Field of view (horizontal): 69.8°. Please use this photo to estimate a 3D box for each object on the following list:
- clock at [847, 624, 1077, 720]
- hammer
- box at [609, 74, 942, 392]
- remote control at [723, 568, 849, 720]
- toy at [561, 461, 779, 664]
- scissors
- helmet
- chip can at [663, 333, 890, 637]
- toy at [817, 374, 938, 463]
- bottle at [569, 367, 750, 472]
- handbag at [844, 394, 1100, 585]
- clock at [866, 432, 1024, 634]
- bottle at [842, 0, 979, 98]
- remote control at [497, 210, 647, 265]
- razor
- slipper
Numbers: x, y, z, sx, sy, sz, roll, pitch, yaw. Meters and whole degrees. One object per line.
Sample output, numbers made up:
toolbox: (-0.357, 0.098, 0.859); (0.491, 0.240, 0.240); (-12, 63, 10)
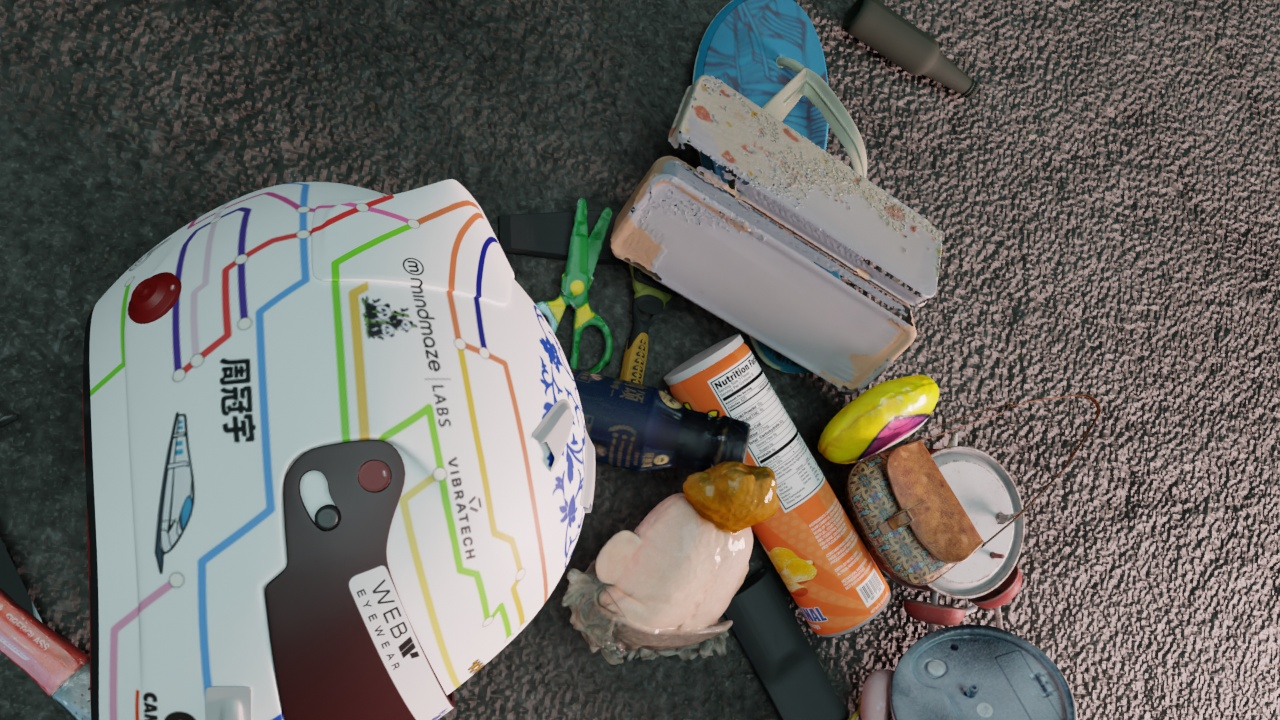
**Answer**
clock: (0.216, 0.253, 0.630); (0.158, 0.116, 0.059); (-19, 130, -1)
hammer: (-0.312, 0.169, 0.515); (0.326, 0.036, 0.140); (45, 74, -9)
box: (0.098, -0.086, 0.636); (0.217, 0.094, 0.121); (30, 120, -14)
remote control: (0.107, 0.220, 0.653); (0.045, 0.021, 0.140); (-29, 95, -18)
toy: (0.023, 0.126, 0.584); (0.132, 0.076, 0.176); (16, 118, -39)
scissors: (-0.055, -0.052, 0.630); (0.078, 0.013, 0.132); (3, 92, -16)
helmet: (-0.143, 0.062, 0.476); (0.236, 0.231, 0.314); (-5, 79, -12)
chip can: (0.096, 0.087, 0.643); (0.062, 0.062, 0.210); (-32, 94, -19)
toy: (0.170, 0.042, 0.659); (0.095, 0.094, 0.041); (-32, 71, 2)
bottle: (-0.010, 0.042, 0.595); (0.161, 0.056, 0.056); (13, 79, 4)
handbag: (0.241, 0.076, 0.636); (0.195, 0.043, 0.093); (-27, 77, -6)
clock: (0.235, 0.139, 0.683); (0.109, 0.062, 0.156); (-15, 89, -20)
bottle: (0.222, -0.249, 0.741); (0.123, 0.033, 0.033); (28, 76, -14)
remote control: (-0.038, -0.088, 0.647); (0.124, 0.010, 0.039); (0, 84, -18)
razor: (-0.004, 0.004, 0.642); (0.044, 0.021, 0.144); (19, 76, -34)
slipper: (0.106, -0.138, 0.676); (0.118, 0.060, 0.295); (-7, 87, -15)
